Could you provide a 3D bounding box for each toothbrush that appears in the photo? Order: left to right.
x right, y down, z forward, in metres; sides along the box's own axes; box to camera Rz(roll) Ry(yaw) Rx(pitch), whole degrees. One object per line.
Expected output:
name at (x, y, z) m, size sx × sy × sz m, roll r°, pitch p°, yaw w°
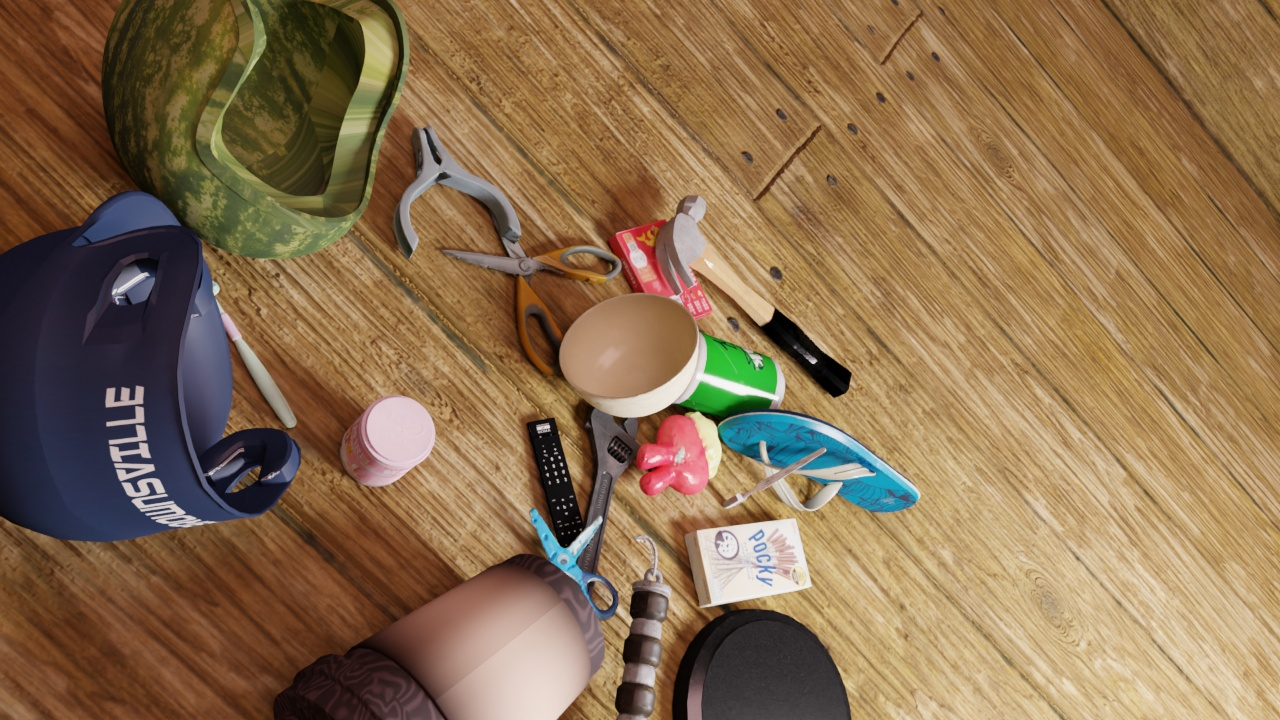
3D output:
toothbrush at (-0.353, -0.006, 0.826) m, size 0.154 × 0.015 × 0.022 m, roll 58°, pitch 18°, yaw 2°
toothbrush at (0.141, 0.129, 0.994) m, size 0.010 × 0.182 × 0.010 m, roll -12°, pitch 71°, yaw -34°

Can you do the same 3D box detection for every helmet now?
helmet at (-0.384, 0.003, 0.677) m, size 0.223 × 0.233 × 0.271 m, roll -2°, pitch 43°, yaw 4°
helmet at (-0.338, -0.217, 0.790) m, size 0.243 × 0.247 × 0.212 m, roll 23°, pitch 23°, yaw 23°

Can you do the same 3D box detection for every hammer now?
hammer at (-0.006, 0.328, 0.861) m, size 0.176 × 0.080 × 0.325 m, roll 23°, pitch 60°, yaw -24°
hammer at (0.150, -0.065, 1.167) m, size 0.328 × 0.039 × 0.130 m, roll 39°, pitch 47°, yaw -20°

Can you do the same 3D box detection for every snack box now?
snack box at (0.026, -0.104, 1.125) m, size 0.089 × 0.021 × 0.133 m, roll -22°, pitch 83°, yaw -39°
snack box at (0.123, 0.227, 1.038) m, size 0.149 × 0.026 × 0.082 m, roll 0°, pitch 69°, yaw -34°

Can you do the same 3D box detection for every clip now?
clip at (-0.209, -0.161, 0.983) m, size 0.164 × 0.032 × 0.165 m, roll 33°, pitch 53°, yaw -13°

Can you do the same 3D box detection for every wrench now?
wrench at (-0.046, 0.162, 0.958) m, size 0.073 × 0.018 × 0.272 m, roll 24°, pitch 59°, yaw -19°

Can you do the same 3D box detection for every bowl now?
bowl at (-0.006, 0.006, 0.990) m, size 0.075 × 0.151 × 0.150 m, roll 73°, pitch 34°, yaw -46°

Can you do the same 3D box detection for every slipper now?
slipper at (0.221, 0.135, 1.092) m, size 0.294 × 0.118 × 0.060 m, roll 28°, pitch 48°, yaw -27°

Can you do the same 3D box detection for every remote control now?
remote control at (-0.085, 0.126, 0.942) m, size 0.030 × 0.009 × 0.140 m, roll -9°, pitch 70°, yaw -22°

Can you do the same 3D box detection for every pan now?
pan at (0.190, 0.407, 0.997) m, size 0.356 × 0.034 × 0.224 m, roll 29°, pitch 56°, yaw -20°

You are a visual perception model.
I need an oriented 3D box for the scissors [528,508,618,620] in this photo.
scissors at (-0.075, 0.209, 0.901) m, size 0.140 × 0.011 × 0.133 m, roll 47°, pitch 63°, yaw -5°

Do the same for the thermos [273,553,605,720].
thermos at (-0.150, 0.270, 0.746) m, size 0.225 × 0.173 × 0.172 m, roll -30°, pitch 88°, yaw -45°

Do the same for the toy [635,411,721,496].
toy at (0.045, 0.107, 1.024) m, size 0.134 × 0.045 × 0.091 m, roll -25°, pitch 96°, yaw -44°

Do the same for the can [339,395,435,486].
can at (-0.230, 0.074, 0.833) m, size 0.067 × 0.076 × 0.067 m, roll 15°, pitch 61°, yaw -29°

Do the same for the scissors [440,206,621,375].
scissors at (-0.109, -0.093, 1.032) m, size 0.229 × 0.016 × 0.225 m, roll -17°, pitch 77°, yaw -37°

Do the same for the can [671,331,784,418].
can at (0.093, 0.021, 1.071) m, size 0.139 × 0.088 × 0.087 m, roll 18°, pitch 60°, yaw -27°
